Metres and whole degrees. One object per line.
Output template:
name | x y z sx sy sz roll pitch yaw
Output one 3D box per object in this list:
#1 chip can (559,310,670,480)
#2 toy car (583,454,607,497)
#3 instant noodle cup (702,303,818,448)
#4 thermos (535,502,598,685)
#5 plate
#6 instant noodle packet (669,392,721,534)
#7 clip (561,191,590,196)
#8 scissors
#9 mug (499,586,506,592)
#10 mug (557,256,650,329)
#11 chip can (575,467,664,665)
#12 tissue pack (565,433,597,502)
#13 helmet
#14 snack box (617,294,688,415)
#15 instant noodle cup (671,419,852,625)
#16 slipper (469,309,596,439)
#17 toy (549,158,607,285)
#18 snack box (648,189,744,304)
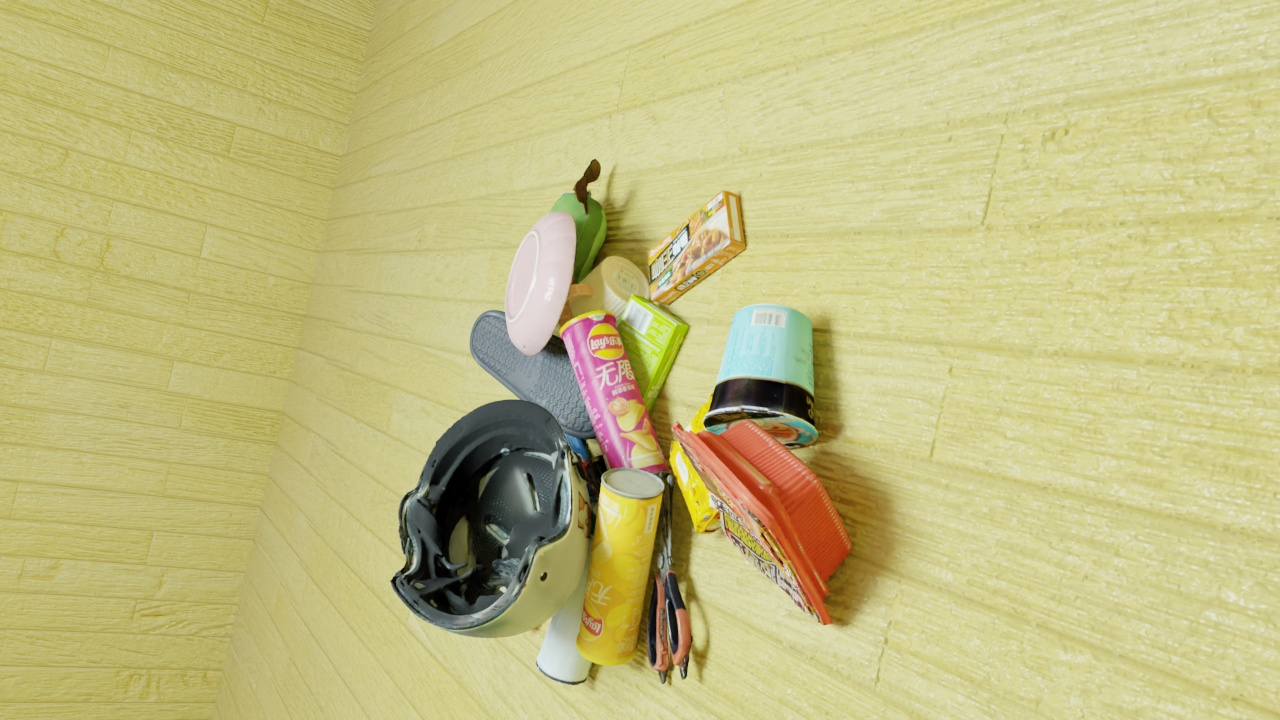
chip can | -0.031 0.049 1.089 0.072 0.071 0.210 -38 65 44
toy car | -0.045 0.136 1.099 0.031 0.106 0.049 -27 85 15
instant noodle cup | 0.123 0.013 0.895 0.111 0.111 0.120 -21 53 52
thermos | -0.060 0.273 1.107 0.073 0.073 0.224 33 106 56
plate | -0.136 -0.103 1.177 0.193 0.039 0.192 -44 39 51
instant noodle packet | 0.078 0.108 0.975 0.111 0.044 0.128 -54 36 34
clip | -0.096 -0.247 1.397 0.058 0.042 0.026 -9 70 53
scissors | 0.031 0.235 0.990 0.206 0.015 0.202 -116 36 -53
mug | -0.119 0.245 1.172 0.084 0.103 0.123 -23 60 52
mug | -0.060 -0.076 1.189 0.106 0.114 0.081 -41 58 39
chip can | -0.023 0.229 1.017 0.072 0.072 0.214 37 123 55
tissue pack | -0.119 0.132 1.222 0.052 0.094 0.157 -65 33 29
helmet | -0.147 0.195 1.044 0.230 0.157 0.273 -19 44 17
snack box | -0.007 0.007 1.135 0.086 0.026 0.156 35 109 37
instant noodle cup | 0.114 0.130 0.822 0.079 0.189 0.164 -38 37 -7
slipper | -0.123 0.011 1.272 0.268 0.083 0.111 32 105 29
toy | -0.103 -0.160 1.306 0.226 0.090 0.247 -89 20 -61
snack box | 0.064 -0.133 1.099 0.154 0.026 0.075 -34 51 47
